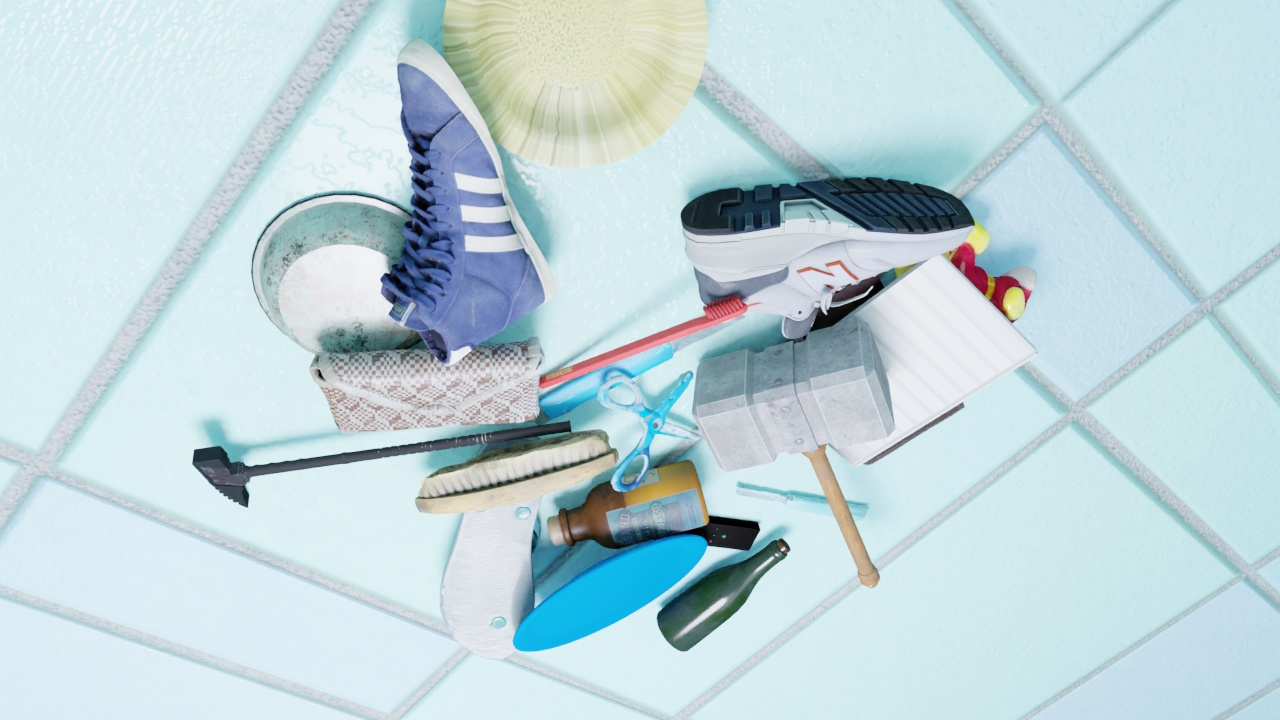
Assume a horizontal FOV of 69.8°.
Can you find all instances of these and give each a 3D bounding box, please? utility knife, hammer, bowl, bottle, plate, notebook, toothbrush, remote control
[{"bbox_3d":[0.175,0.155,0.991,0.166,0.015,0.022,13,121,-22],"label":"utility knife"},{"bbox_3d":[-0.224,0.086,0.834,0.325,0.015,0.095,-8,147,-3],"label":"hammer"},{"bbox_3d":[-0.233,-0.055,0.742,0.157,0.038,0.158,-5,126,-8],"label":"bowl"},{"bbox_3d":[0.183,0.120,0.890,0.163,0.082,0.318,-15,125,20],"label":"hammer"},{"bbox_3d":[-0.015,0.151,0.918,0.157,0.067,0.068,-15,127,-1],"label":"bottle"},{"bbox_3d":[-0.033,0.236,0.958,0.224,0.024,0.225,-24,153,-13],"label":"plate"},{"bbox_3d":[0.234,0.007,0.852,0.142,0.009,0.210,39,123,-18],"label":"notebook"},{"bbox_3d":[-0.046,-0.231,0.654,0.184,0.036,0.185,-5,126,-7],"label":"plate"},{"bbox_3d":[-0.005,0.005,0.847,0.222,0.015,0.031,-25,131,10],"label":"utility knife"},{"bbox_3d":[-0.006,-0.015,0.797,0.213,0.012,0.018,-20,129,25],"label":"toothbrush"},{"bbox_3d":[0.097,0.256,1.026,0.174,0.055,0.055,-42,123,17],"label":"bottle"},{"bbox_3d":[0.056,0.182,0.988,0.150,0.013,0.034,10,123,-18],"label":"remote control"}]

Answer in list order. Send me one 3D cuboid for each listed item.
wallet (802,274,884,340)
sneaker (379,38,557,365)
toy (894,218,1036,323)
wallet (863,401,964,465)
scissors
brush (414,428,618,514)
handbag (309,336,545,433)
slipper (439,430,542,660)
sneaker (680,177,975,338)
[{"bbox_3d":[0.201,-0.027,0.866,0.091,0.018,0.115,-33,127,12],"label":"wallet"},{"bbox_3d":[-0.157,-0.099,0.670,0.118,0.091,0.233,-42,138,-18],"label":"sneaker"},{"bbox_3d":[0.288,-0.070,0.827,0.137,0.067,0.106,26,116,-19],"label":"toy"},{"bbox_3d":[0.258,0.048,0.924,0.120,0.031,0.099,-32,128,10],"label":"wallet"},{"bbox_3d":[0.003,0.065,0.871,0.134,0.011,0.140,20,101,-37],"label":"scissors"},{"bbox_3d":[-0.116,0.103,0.844,0.195,0.059,0.043,-14,98,7],"label":"brush"},{"bbox_3d":[-0.176,0.027,0.781,0.185,0.047,0.124,-3,157,-10],"label":"handbag"},{"bbox_3d":[-0.150,0.184,0.934,0.098,0.054,0.269,5,113,-12],"label":"slipper"},{"bbox_3d":[0.151,-0.081,0.781,0.240,0.088,0.124,0,130,-1],"label":"sneaker"}]
